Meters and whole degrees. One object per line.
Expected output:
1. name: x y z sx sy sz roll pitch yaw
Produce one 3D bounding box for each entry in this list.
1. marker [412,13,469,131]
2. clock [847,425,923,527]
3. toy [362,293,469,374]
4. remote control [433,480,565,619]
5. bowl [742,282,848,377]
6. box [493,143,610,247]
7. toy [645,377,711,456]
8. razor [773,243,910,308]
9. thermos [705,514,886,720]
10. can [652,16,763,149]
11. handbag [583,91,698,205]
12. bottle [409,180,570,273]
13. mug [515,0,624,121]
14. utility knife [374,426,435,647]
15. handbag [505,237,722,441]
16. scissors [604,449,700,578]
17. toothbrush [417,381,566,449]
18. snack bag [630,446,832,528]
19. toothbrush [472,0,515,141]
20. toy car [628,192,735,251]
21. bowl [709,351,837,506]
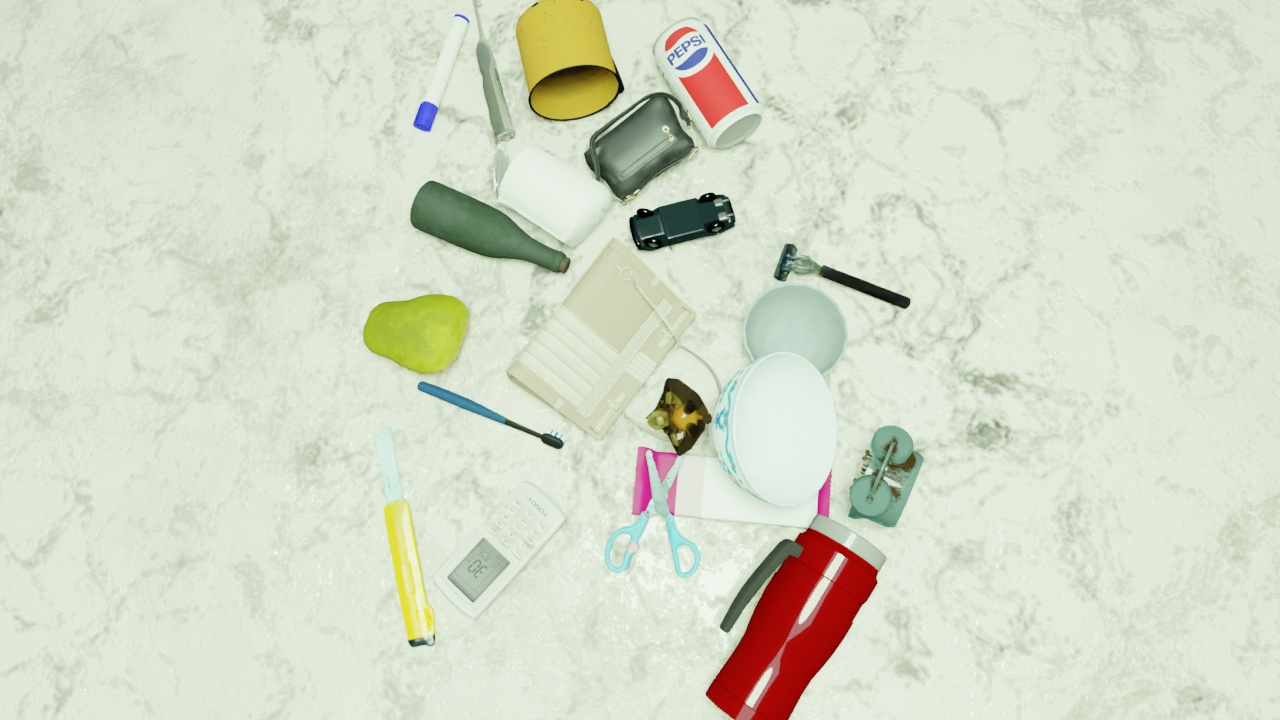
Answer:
1. marker: -0.225 -0.326 1.038 0.020 0.020 0.141 15 78 5
2. clock: 0.231 0.111 0.866 0.053 0.124 0.090 22 78 16
3. toy: -0.235 -0.032 0.952 0.110 0.051 0.090 12 75 7
4. remote control: -0.139 0.186 0.909 0.060 0.025 0.138 41 81 10
5. bowl: 0.157 -0.024 0.943 0.106 0.039 0.106 0 77 2
6. box: -0.108 -0.179 0.971 0.143 0.080 0.089 36 98 10
7. toy: 0.040 0.054 0.877 0.062 0.100 0.076 -9 92 -17
8. razor: 0.215 -0.085 0.965 0.144 0.022 0.042 20 79 6
9. thermos: 0.136 0.241 0.854 0.108 0.084 0.198 36 82 -13
10. can: 0.072 -0.300 0.996 0.070 0.070 0.132 -29 77 -5
11. handbag: 0.001 -0.225 0.984 0.128 0.054 0.079 -37 84 5
12. bottle: -0.155 -0.133 0.972 0.174 0.055 0.055 24 78 6
13. mug: -0.071 -0.328 1.000 0.123 0.101 0.094 0 69 -41
14. utility knife: -0.238 0.175 0.919 0.030 0.019 0.223 -13 81 -7
15. handbag: -0.006 0.006 0.943 0.198 0.062 0.175 37 81 1
16. scissors: 0.027 0.159 0.905 0.111 0.015 0.141 27 98 3
17. toothbrush: -0.155 0.055 0.946 0.168 0.014 0.014 22 44 9
18. snack bag: 0.092 0.129 0.921 0.196 0.016 0.070 5 81 3
19. toothbrush: -0.172 -0.334 1.038 0.024 0.022 0.185 -13 75 -4
20. toy car: 0.045 -0.147 0.979 0.112 0.034 0.046 -14 77 -3
21. bowl: 0.114 0.066 0.882 0.143 0.074 0.144 4 83 -39
